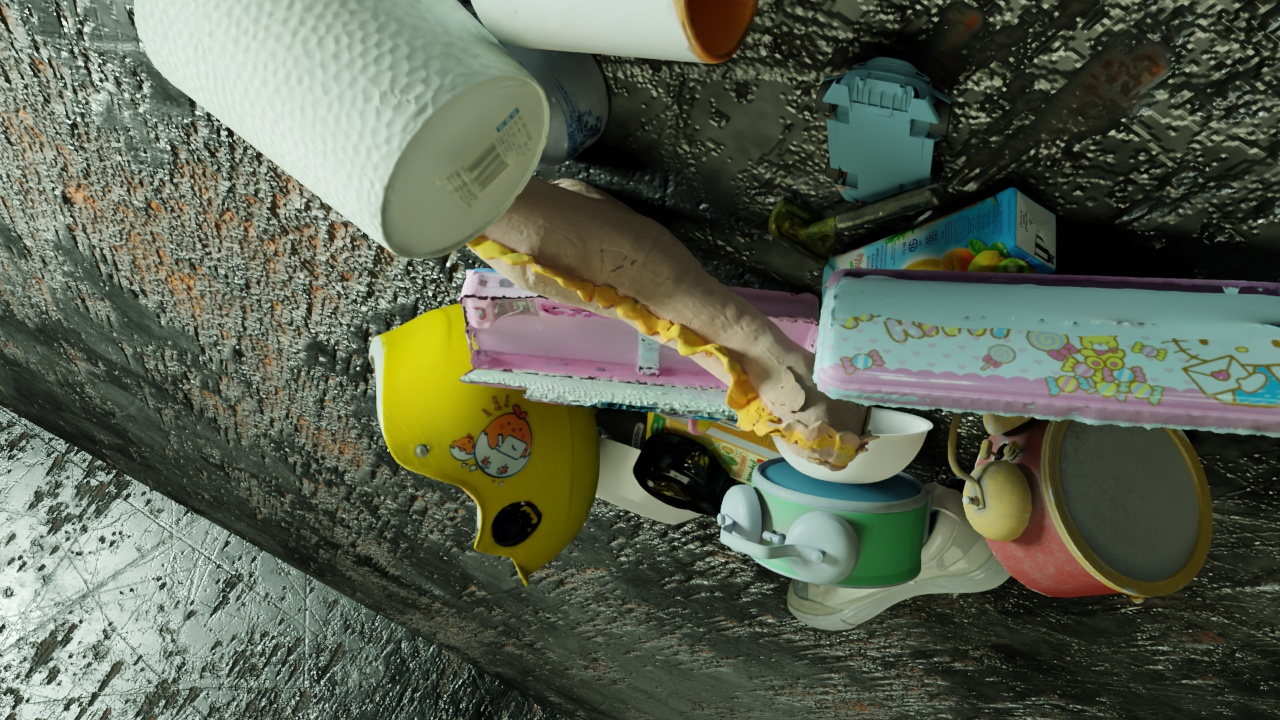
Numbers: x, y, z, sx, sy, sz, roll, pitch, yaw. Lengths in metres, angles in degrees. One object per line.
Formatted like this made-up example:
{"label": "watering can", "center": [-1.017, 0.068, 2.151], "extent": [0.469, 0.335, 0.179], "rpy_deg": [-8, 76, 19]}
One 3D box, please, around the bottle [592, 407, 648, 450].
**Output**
{"label": "bottle", "center": [0.005, 0.064, 0.803], "extent": [0.110, 0.036, 0.036], "rpy_deg": [16, 149, 20]}

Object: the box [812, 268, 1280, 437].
{"label": "box", "center": [0.193, -0.011, 0.429], "extent": [0.214, 0.139, 0.062], "rpy_deg": [4, 105, 13]}

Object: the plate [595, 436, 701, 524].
{"label": "plate", "center": [-0.003, 0.118, 0.853], "extent": [0.174, 0.036, 0.174], "rpy_deg": [21, 165, 6]}

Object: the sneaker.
{"label": "sneaker", "center": [0.188, 0.156, 0.758], "extent": [0.090, 0.089, 0.243], "rpy_deg": [39, 143, -11]}

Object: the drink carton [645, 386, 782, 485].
{"label": "drink carton", "center": [0.069, 0.060, 0.740], "extent": [0.122, 0.041, 0.058], "rpy_deg": [21, 151, 11]}

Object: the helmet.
{"label": "helmet", "center": [-0.102, 0.053, 0.742], "extent": [0.240, 0.139, 0.209], "rpy_deg": [58, 176, -29]}

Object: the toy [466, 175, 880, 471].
{"label": "toy", "center": [0.002, -0.024, 0.505], "extent": [0.264, 0.195, 0.065], "rpy_deg": [45, 129, 27]}

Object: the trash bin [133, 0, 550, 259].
{"label": "trash bin", "center": [-0.137, -0.139, 0.449], "extent": [0.161, 0.133, 0.133], "rpy_deg": [42, 155, 15]}

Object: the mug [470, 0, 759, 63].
{"label": "mug", "center": [-0.010, -0.172, 0.390], "extent": [0.105, 0.082, 0.082], "rpy_deg": [13, 148, 27]}

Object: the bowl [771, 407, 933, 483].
{"label": "bowl", "center": [0.136, 0.058, 0.613], "extent": [0.110, 0.040, 0.110], "rpy_deg": [2, -173, 0]}

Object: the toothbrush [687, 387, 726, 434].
{"label": "toothbrush", "center": [0.051, 0.033, 0.659], "extent": [0.016, 0.021, 0.135], "rpy_deg": [8, -170, 11]}

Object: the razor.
{"label": "razor", "center": [0.114, -0.075, 0.476], "extent": [0.042, 0.026, 0.106], "rpy_deg": [28, 163, -24]}

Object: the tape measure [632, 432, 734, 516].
{"label": "tape measure", "center": [0.032, 0.090, 0.734], "extent": [0.072, 0.042, 0.071], "rpy_deg": [6, 148, 38]}

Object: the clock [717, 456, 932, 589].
{"label": "clock", "center": [0.122, 0.115, 0.632], "extent": [0.161, 0.075, 0.122], "rpy_deg": [-4, -168, -42]}

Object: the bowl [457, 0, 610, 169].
{"label": "bowl", "center": [-0.078, -0.148, 0.523], "extent": [0.114, 0.045, 0.114], "rpy_deg": [21, 151, 12]}

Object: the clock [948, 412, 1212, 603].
{"label": "clock", "center": [0.243, 0.074, 0.539], "extent": [0.159, 0.116, 0.081], "rpy_deg": [29, 155, -11]}

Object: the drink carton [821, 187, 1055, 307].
{"label": "drink carton", "center": [0.152, -0.051, 0.488], "extent": [0.044, 0.038, 0.129], "rpy_deg": [21, 157, -31]}

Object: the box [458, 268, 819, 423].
{"label": "box", "center": [-0.004, 0.005, 0.591], "extent": [0.230, 0.090, 0.085], "rpy_deg": [5, 140, 2]}

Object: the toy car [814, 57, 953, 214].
{"label": "toy car", "center": [0.118, -0.109, 0.440], "extent": [0.060, 0.027, 0.108], "rpy_deg": [17, 167, 19]}
